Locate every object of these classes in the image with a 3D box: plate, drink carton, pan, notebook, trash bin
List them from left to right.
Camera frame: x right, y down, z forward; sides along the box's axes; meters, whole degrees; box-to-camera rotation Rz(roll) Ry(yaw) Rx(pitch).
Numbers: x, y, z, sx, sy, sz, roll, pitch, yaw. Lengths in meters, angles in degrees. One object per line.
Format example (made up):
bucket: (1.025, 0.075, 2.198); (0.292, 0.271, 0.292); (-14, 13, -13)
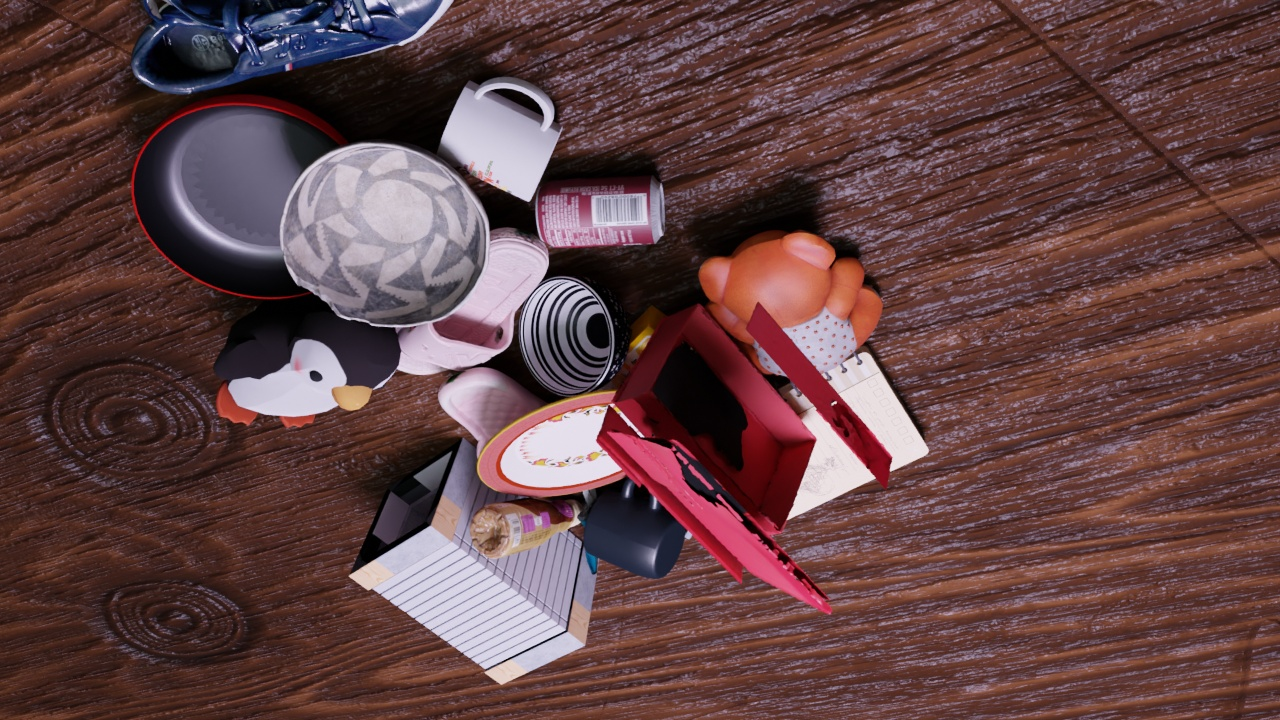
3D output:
pan: (-0.293, -0.133, 0.891); (0.355, 0.067, 0.209); (15, 126, -25)
trash bin: (-0.191, 0.248, 1.115); (0.143, 0.142, 0.247); (-32, 117, 26)
plate: (-0.062, 0.086, 0.983); (0.229, 0.021, 0.230); (-13, 151, -8)
drink carton: (-0.006, 0.006, 0.976); (0.058, 0.040, 0.123); (35, 123, -18)
notebook: (0.179, 0.090, 1.007); (0.226, 0.024, 0.167); (-29, 115, 17)

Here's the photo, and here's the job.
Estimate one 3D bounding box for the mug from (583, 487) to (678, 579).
mug: (-0.003, 0.187, 1.070); (0.094, 0.085, 0.122); (18, 112, 26)

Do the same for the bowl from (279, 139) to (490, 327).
bowl: (-0.224, -0.123, 0.826); (0.178, 0.081, 0.179); (-4, 126, -5)

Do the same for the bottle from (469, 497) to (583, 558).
bottle: (-0.124, 0.187, 1.063); (0.060, 0.165, 0.059); (0, 90, 31)

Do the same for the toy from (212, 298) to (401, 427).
toy: (-0.325, -0.013, 0.934); (0.184, 0.140, 0.159); (-10, 168, 32)

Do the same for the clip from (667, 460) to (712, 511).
clip: (0.102, 0.154, 1.083); (0.159, 0.030, 0.174); (8, 128, 2)

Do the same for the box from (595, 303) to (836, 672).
box: (0.063, 0.111, 0.831); (0.121, 0.317, 0.211); (-34, 111, 24)

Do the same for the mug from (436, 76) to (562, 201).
mug: (-0.119, -0.203, 0.808); (0.089, 0.073, 0.105); (24, 137, -11)

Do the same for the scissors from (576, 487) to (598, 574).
scissors: (-0.052, 0.204, 1.125); (0.122, 0.019, 0.148); (10, 100, -48)

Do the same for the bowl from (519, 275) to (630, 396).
bowl: (-0.057, -0.027, 0.932); (0.120, 0.066, 0.120); (6, 101, 34)

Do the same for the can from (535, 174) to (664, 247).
can: (-0.036, -0.139, 0.858); (0.114, 0.063, 0.063); (-1, 126, 8)

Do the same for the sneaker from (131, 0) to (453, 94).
sneaker: (-0.290, -0.282, 0.746); (0.295, 0.127, 0.121); (-13, 125, 13)

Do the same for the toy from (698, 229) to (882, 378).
toy: (0.140, -0.059, 0.888); (0.164, 0.092, 0.172); (-17, 135, 22)

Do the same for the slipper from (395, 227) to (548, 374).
slipper: (-0.174, -0.039, 0.923); (0.094, 0.064, 0.240); (20, 136, -34)

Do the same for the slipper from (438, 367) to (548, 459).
slipper: (-0.140, 0.081, 1.021); (0.107, 0.055, 0.221); (-22, 136, 16)
